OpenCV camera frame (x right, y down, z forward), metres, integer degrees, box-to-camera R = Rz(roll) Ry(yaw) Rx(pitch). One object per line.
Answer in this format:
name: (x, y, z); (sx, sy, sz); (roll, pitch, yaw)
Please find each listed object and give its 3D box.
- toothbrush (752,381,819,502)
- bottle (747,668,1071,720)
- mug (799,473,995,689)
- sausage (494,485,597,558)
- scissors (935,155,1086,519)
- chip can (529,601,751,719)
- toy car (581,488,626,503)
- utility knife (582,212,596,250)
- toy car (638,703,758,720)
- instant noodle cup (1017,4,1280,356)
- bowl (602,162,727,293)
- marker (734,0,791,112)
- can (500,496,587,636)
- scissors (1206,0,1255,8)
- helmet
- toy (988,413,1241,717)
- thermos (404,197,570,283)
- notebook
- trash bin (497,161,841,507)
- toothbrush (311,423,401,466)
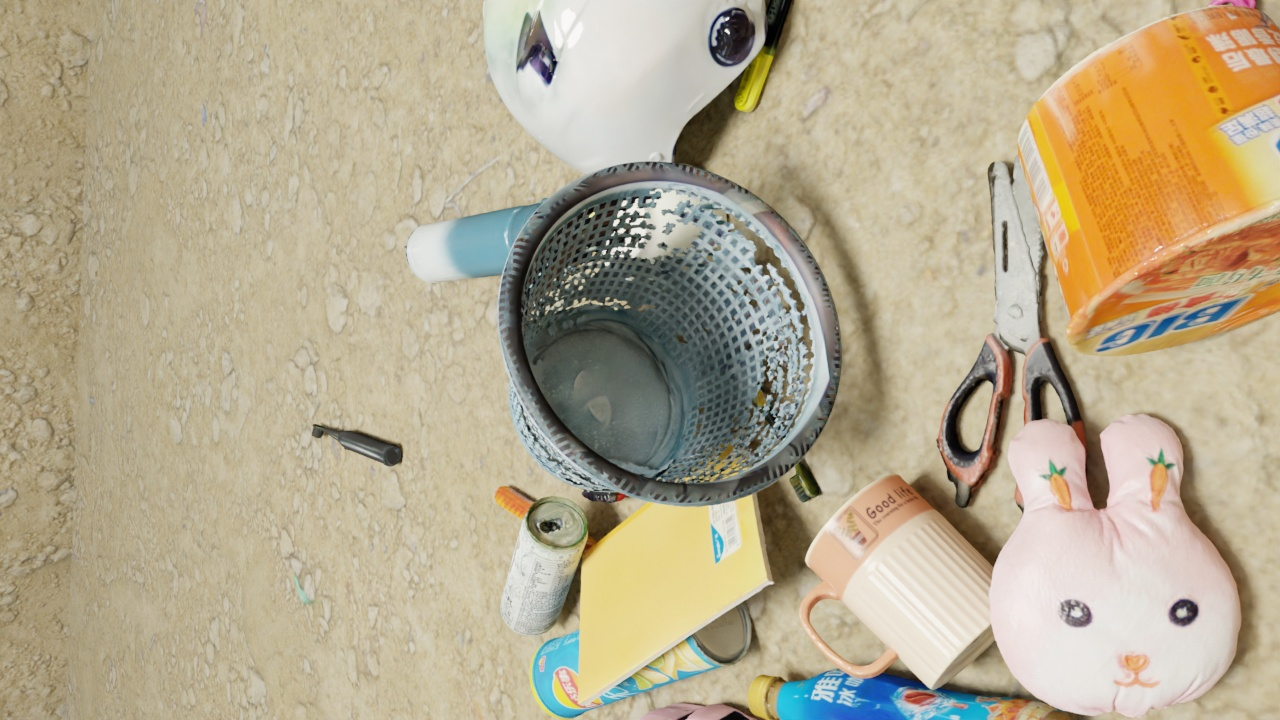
toothbrush: (0.086, 0.025, 0.702); (0.017, 0.012, 0.185); (-52, 56, 46)
bottle: (0.163, 0.237, 0.593); (0.219, 0.065, 0.065); (-7, 86, 47)
mug: (0.158, 0.146, 0.568); (0.114, 0.082, 0.106); (-39, 58, -8)
sausage: (-0.092, 0.155, 0.881); (0.165, 0.021, 0.021); (21, 106, 44)
scissors: (0.218, -0.012, 0.563); (0.194, 0.015, 0.206); (-50, 57, 35)
chip can: (-0.005, 0.242, 0.761); (0.211, 0.071, 0.071); (-35, 67, 40)
toy car: (-0.032, 0.072, 0.810); (0.049, 0.031, 0.106); (-6, 88, 45)
utility knife: (-0.016, -0.169, 0.797); (0.031, 0.018, 0.163); (44, 122, 31)
toy car: (0.047, 0.290, 0.719); (0.123, 0.056, 0.037); (-8, 89, 46)
instant noodle cup: (0.258, -0.084, 0.434); (0.152, 0.151, 0.111); (-35, 58, 41)
bowl: (0.006, -0.104, 0.741); (0.117, 0.066, 0.116); (2, 93, 45)
marker: (0.096, -0.246, 0.681); (0.018, 0.015, 0.124); (34, 113, 37)
can: (-0.088, 0.188, 0.826); (0.058, 0.058, 0.147); (52, 142, 31)
scissors: (0.318, -0.204, 0.456); (0.133, 0.017, 0.136); (54, 128, 36)
helmet: (-0.029, -0.279, 0.690); (0.259, 0.145, 0.229); (-56, 45, 20)
toy: (0.248, 0.108, 0.493); (0.121, 0.054, 0.159); (-6, 79, 13)
thermos: (-0.147, -0.112, 0.898); (0.221, 0.070, 0.070); (1, 92, 46)
notebook: (0.017, 0.160, 0.711); (0.207, 0.010, 0.145); (-43, 30, 29)
trash bin: (-0.004, 0.004, 0.654); (0.195, 0.226, 0.226); (137, 121, -66)
toothbrush: (-0.365, 0.102, 1.157); (0.213, 0.026, 0.027); (8, 83, 46)
